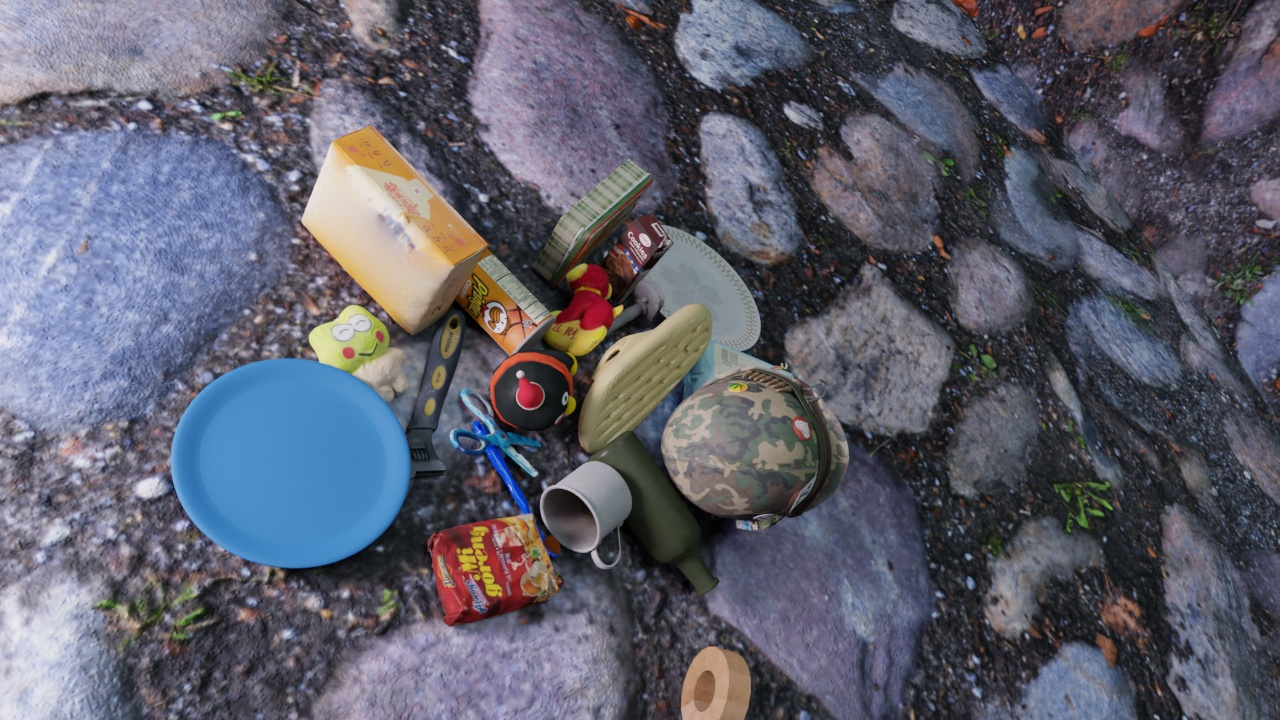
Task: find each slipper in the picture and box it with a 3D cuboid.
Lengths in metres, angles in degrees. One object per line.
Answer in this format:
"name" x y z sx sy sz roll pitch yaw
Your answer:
"slipper" -0.007 0.007 1.168 0.079 0.111 0.260 27 52 31

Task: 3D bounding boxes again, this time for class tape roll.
"tape roll" 0.080 0.357 0.982 0.027 0.094 0.093 22 48 -21

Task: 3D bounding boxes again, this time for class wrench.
"wrench" -0.239 0.048 1.036 0.073 0.022 0.272 19 50 -15

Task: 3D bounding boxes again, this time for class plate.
"plate" -0.344 0.101 0.915 0.224 0.024 0.223 15 54 -22
"plate" 0.080 -0.106 1.364 0.242 0.016 0.242 26 39 -23

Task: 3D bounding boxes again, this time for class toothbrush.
"toothbrush" -0.141 0.143 1.037 0.016 0.018 0.182 -13 66 -56

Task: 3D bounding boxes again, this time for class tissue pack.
"tissue pack" 0.140 0.050 1.271 0.181 0.070 0.111 23 48 -23

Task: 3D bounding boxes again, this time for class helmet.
"helmet" 0.143 0.106 1.129 0.236 0.224 0.193 -22 115 -72

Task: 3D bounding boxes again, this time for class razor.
"razor" -0.030 -0.053 1.235 0.116 0.088 0.047 -33 80 -25

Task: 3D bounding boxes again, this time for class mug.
"mug" -0.052 0.175 1.033 0.113 0.085 0.070 55 43 2

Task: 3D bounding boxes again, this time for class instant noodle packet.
"instant noodle packet" -0.153 0.216 0.962 0.135 0.040 0.098 -5 69 -39

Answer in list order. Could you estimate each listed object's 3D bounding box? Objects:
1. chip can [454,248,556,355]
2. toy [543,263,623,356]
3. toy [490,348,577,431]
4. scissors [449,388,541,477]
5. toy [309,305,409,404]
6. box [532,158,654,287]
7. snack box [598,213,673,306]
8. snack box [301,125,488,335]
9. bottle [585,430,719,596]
"chip can" -0.205 -0.103 1.133 0.215 0.075 0.075 46 44 2
"toy" -0.071 -0.067 1.187 0.106 0.067 0.137 1 56 19
"toy" -0.124 0.039 1.058 0.099 0.098 0.119 14 17 -13
"scissors" -0.169 0.088 1.044 0.134 0.012 0.134 47 25 2
"toy" -0.304 -0.004 1.012 0.115 0.046 0.091 51 43 -4
"box" -0.064 -0.192 1.273 0.050 0.118 0.204 39 43 1
"snack box" -0.016 -0.133 1.242 0.031 0.141 0.051 -23 74 -43
"snack box" -0.290 -0.144 1.053 0.195 0.145 0.080 46 44 2
"bottle" 0.020 0.184 1.080 0.071 0.072 0.207 -34 87 -45
